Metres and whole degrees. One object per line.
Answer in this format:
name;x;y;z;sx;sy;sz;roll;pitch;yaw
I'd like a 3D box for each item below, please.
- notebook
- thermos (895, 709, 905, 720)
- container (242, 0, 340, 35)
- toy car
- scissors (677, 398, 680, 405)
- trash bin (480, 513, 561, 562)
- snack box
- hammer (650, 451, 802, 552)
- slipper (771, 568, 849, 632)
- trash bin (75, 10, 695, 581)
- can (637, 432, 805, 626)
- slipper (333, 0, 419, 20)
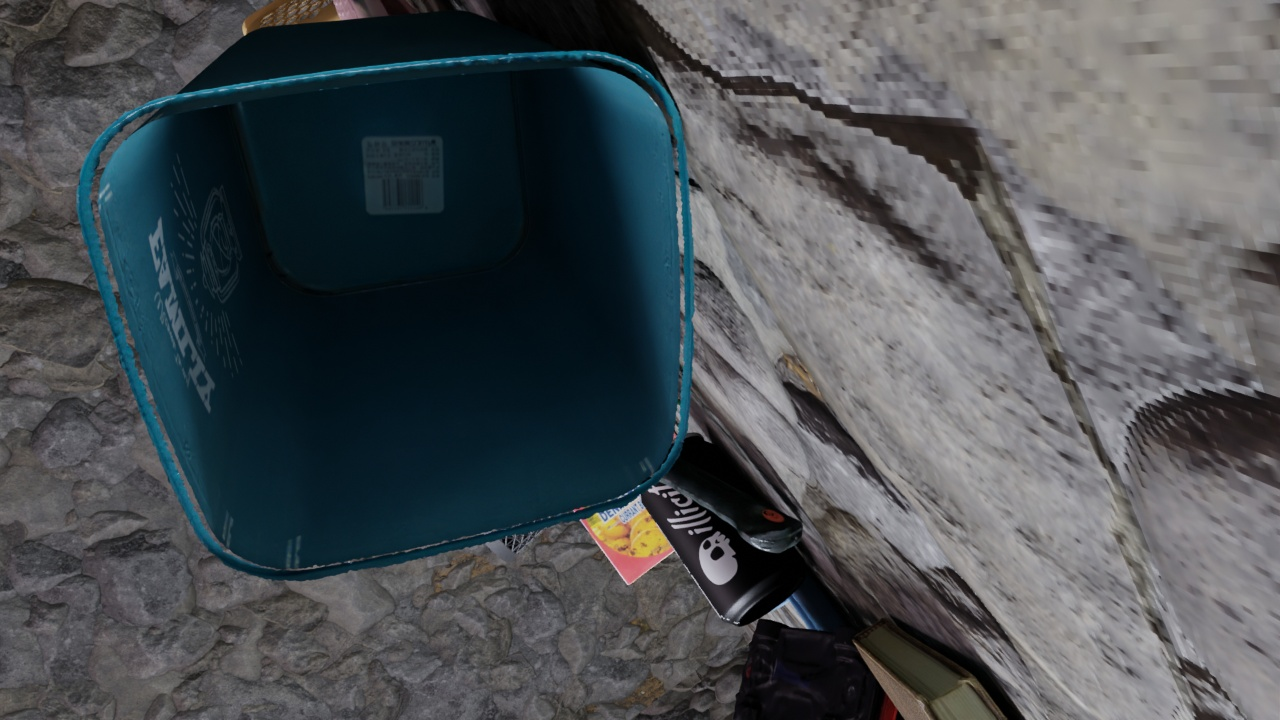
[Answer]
notebook;0.204;0.248;0.516;0.215;0.034;0.190;54;175;4
thermos;0.195;0.341;0.620;0.106;0.106;0.218;57;-178;-27
container;-0.215;-0.213;0.735;0.183;0.129;0.166;58;-173;-36
toy car;0.125;0.237;0.667;0.056;0.081;0.190;22;160;-15
scissors;-0.014;0.005;0.766;0.117;0.012;0.130;16;151;22
trash bin;-0.123;0.083;1.119;0.217;0.243;0.217;54;174;8
snack box;0.000;0.151;1.033;0.145;0.142;0.040;55;175;-8
hammer;-0.021;0.062;0.719;0.333;0.132;0.033;27;116;35
slipper;0.114;0.194;0.803;0.213;0.059;0.104;47;169;41
trash bin;-0.106;-0.057;0.415;0.218;0.199;0.197;-122;25;-55
can;0.063;0.136;0.747;0.146;0.080;0.080;53;174;27
slipper;-0.131;-0.185;0.614;0.106;0.056;0.221;52;-176;29
